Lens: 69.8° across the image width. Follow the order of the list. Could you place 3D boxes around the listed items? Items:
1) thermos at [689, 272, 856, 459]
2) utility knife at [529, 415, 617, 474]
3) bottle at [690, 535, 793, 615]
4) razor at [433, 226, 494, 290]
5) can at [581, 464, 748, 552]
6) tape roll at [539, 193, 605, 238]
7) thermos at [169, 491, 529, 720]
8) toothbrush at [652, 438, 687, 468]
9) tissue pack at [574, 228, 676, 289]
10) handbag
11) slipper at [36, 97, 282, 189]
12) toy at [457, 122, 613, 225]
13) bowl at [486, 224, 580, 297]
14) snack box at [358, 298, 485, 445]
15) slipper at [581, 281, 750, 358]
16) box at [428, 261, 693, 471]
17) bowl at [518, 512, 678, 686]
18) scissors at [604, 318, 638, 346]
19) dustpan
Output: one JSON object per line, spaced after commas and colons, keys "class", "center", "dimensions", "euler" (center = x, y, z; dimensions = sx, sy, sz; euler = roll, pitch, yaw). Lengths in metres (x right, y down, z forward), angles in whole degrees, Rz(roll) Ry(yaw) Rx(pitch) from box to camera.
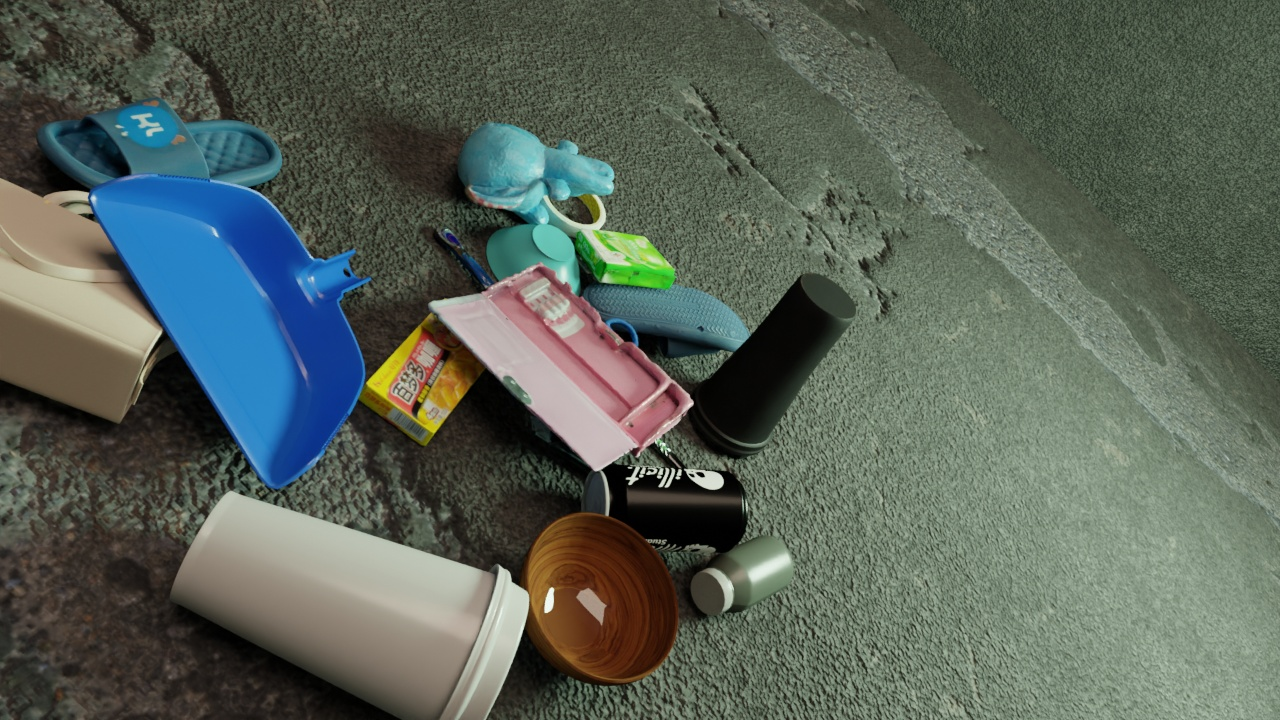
{"class": "thermos", "center": [0.147, 0.005, 1.020], "dimensions": [0.105, 0.219, 0.105], "euler": [21, 38, -17]}
{"class": "utility knife", "center": [-0.036, 0.111, 0.921], "dimensions": [0.186, 0.020, 0.028], "euler": [36, 39, -12]}
{"class": "bottle", "center": [0.101, 0.215, 0.913], "dimensions": [0.108, 0.060, 0.060], "euler": [-11, 64, -45]}
{"class": "razor", "center": [-0.176, -0.092, 0.983], "dimensions": [0.141, 0.018, 0.043], "euler": [51, 40, 8]}
{"class": "can", "center": [0.023, 0.142, 0.878], "dimensions": [0.146, 0.080, 0.080], "euler": [6, 51, -21]}
{"class": "tape roll", "center": [-0.088, -0.194, 1.148], "dimensions": [0.094, 0.019, 0.093], "euler": [23, 43, -24]}
{"class": "thermos", "center": [-0.203, 0.174, 0.649], "dimensions": [0.222, 0.132, 0.131], "euler": [26, 42, -10]}
{"class": "toothbrush", "center": [0.029, 0.098, 0.991], "dimensions": [0.188, 0.017, 0.014], "euler": [46, 45, 1]}
{"class": "tissue pack", "center": [-0.022, -0.121, 1.094], "dimensions": [0.099, 0.034, 0.114], "euler": [3, 30, -27]}
{"class": "handbag", "center": [-0.434, -0.070, 0.697], "dimensions": [0.194, 0.101, 0.197], "euler": [26, 30, -20]}
{"class": "slipper", "center": [-0.419, -0.190, 0.827], "dimensions": [0.104, 0.059, 0.213], "euler": [50, 35, 15]}
{"class": "toy", "center": [-0.123, -0.211, 1.066], "dimensions": [0.180, 0.115, 0.183], "euler": [10, 36, -7]}
{"class": "bowl", "center": [-0.110, -0.119, 1.041], "dimensions": [0.121, 0.046, 0.121], "euler": [23, 43, -24]}
{"class": "snack box", "center": [-0.195, 0.008, 0.871], "dimensions": [0.075, 0.025, 0.151], "euler": [38, 39, -7]}
{"class": "slipper", "center": [0.030, -0.048, 1.091], "dimensions": [0.213, 0.059, 0.103], "euler": [10, 39, -16]}
{"class": "box", "center": [-0.080, 0.007, 0.906], "dimensions": [0.233, 0.051, 0.179], "euler": [44, 39, 15]}
{"class": "bowl", "center": [-0.047, 0.211, 0.782], "dimensions": [0.147, 0.069, 0.147], "euler": [21, 46, -24]}
{"class": "scissors", "center": [-0.013, 0.020, 1.015], "dimensions": [0.096, 0.020, 0.132], "euler": [-36, 95, -23]}
{"class": "dustpan", "center": [-0.300, -0.051, 0.776], "dimensions": [0.245, 0.059, 0.257], "euler": [63, 8, -12]}
